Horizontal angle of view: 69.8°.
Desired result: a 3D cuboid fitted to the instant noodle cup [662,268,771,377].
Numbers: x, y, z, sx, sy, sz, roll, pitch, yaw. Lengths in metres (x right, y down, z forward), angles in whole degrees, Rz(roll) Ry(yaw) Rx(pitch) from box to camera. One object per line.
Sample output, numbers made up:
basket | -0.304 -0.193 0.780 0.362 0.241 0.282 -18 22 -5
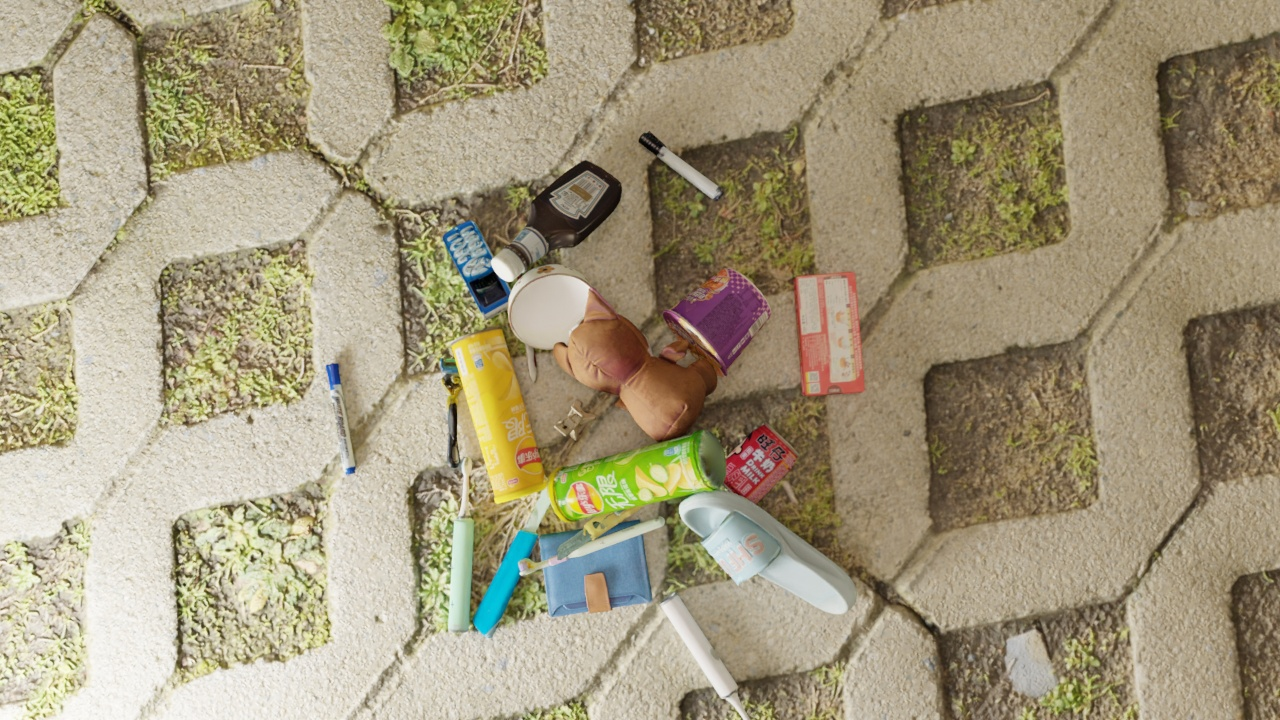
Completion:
instant noodle cup | 0.099 -0.053 1.130 0.111 0.112 0.099 44 81 4

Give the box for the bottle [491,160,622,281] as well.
bottle | -0.106 -0.169 1.131 0.080 0.044 0.194 36 61 14

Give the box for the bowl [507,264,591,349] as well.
bowl | -0.113 -0.076 1.151 0.113 0.062 0.114 -9 130 -11

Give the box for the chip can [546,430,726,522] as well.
chip can | -0.004 0.140 1.097 0.222 0.072 0.072 -18 86 28

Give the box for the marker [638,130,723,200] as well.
marker | 0.053 -0.251 1.182 0.131 0.018 0.022 37 80 5

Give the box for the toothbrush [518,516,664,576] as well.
toothbrush | -0.060 0.228 1.136 0.189 0.029 0.020 -18 115 -1

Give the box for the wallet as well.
wallet | -0.057 0.263 1.155 0.133 0.040 0.106 -9 82 4

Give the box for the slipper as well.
slipper | 0.147 0.242 1.106 0.245 0.104 0.074 33 59 -3

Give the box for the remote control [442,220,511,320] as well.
remote control | -0.208 -0.118 1.187 0.049 0.024 0.125 -28 85 2

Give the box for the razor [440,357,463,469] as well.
razor | -0.241 0.069 1.183 0.042 0.022 0.142 1 88 -33

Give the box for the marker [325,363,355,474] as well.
marker | -0.389 0.076 1.193 0.017 0.017 0.145 -11 87 3

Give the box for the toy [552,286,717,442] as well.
toy | -0.007 0.007 1.124 0.199 0.130 0.140 32 118 -1

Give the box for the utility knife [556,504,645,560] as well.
utility knife | -0.024 0.190 1.144 0.194 0.020 0.031 -35 48 -11

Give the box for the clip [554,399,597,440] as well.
clip | -0.090 0.084 1.136 0.034 0.104 0.081 42 105 3

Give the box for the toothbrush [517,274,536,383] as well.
toothbrush | -0.146 -0.064 1.186 0.017 0.016 0.187 -7 86 -7

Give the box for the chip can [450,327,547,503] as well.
chip can | -0.178 0.069 1.154 0.072 0.072 0.213 -18 86 2

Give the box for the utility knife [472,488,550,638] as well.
utility knife | -0.158 0.253 1.169 0.034 0.018 0.206 26 89 18

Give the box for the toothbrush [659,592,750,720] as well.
toothbrush | 0.095 0.389 1.144 0.026 0.026 0.221 -37 85 35

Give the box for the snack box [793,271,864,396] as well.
snack box | 0.237 -0.033 1.156 0.075 0.025 0.153 -4 87 2

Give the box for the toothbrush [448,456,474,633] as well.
toothbrush | -0.227 0.235 1.171 0.026 0.027 0.224 4 87 -30

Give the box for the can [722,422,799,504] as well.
can | 0.143 0.130 1.133 0.066 0.066 0.094 45 90 4
